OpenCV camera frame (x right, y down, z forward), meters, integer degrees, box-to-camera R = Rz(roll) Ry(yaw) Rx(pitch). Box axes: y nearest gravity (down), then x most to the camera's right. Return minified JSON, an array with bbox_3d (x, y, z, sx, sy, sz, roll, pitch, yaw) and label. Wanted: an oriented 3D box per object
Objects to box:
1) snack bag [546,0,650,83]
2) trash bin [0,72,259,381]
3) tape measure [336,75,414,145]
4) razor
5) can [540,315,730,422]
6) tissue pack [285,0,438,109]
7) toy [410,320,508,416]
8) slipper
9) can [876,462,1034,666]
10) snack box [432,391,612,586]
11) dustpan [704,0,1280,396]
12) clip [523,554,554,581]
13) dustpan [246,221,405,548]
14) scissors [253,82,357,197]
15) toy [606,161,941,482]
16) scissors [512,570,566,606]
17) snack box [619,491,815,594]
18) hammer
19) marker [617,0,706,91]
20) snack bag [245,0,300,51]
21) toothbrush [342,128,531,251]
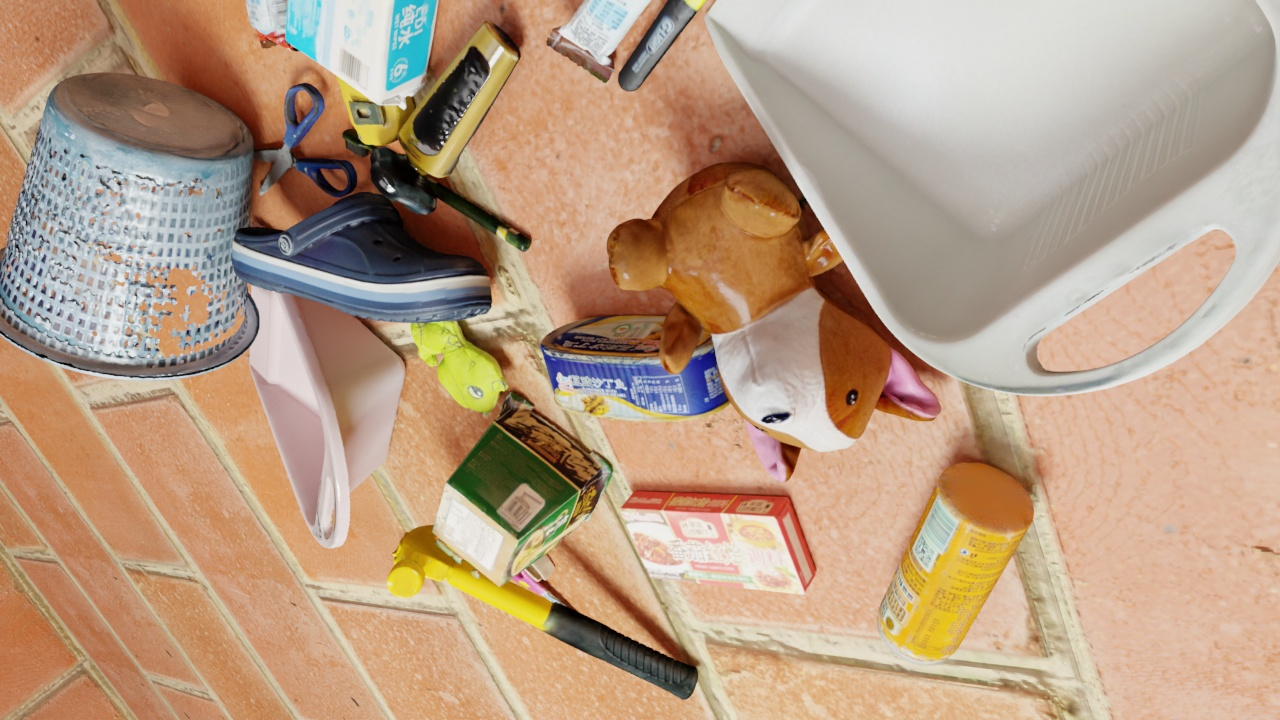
[{"bbox_3d":[-0.013,-0.210,0.530,0.048,0.026,0.104,29,140,-15],"label":"snack bag"},{"bbox_3d":[-0.427,-0.125,0.787,0.226,0.225,0.195,35,119,12],"label":"trash bin"},{"bbox_3d":[-0.198,-0.190,0.685,0.057,0.028,0.060,9,125,32],"label":"tape measure"},{"bbox_3d":[-0.136,-0.166,0.635,0.062,0.067,0.168,48,130,-3],"label":"razor"},{"bbox_3d":[-0.004,0.004,0.645,0.148,0.074,0.049,4,119,37],"label":"can"},{"bbox_3d":[-0.181,-0.245,0.607,0.090,0.063,0.140,35,136,9],"label":"tissue pack"},{"bbox_3d":[-0.157,0.002,0.791,0.097,0.031,0.100,-10,110,45],"label":"toy"},{"bbox_3d":[-0.220,-0.088,0.734,0.253,0.104,0.095,12,104,27],"label":"slipper"},{"bbox_3d":[0.200,0.135,0.595,0.058,0.058,0.146,26,133,20],"label":"can"},{"bbox_3d":[-0.110,0.119,0.785,0.118,0.105,0.118,35,135,11],"label":"snack box"},{"bbox_3d":[0.145,-0.122,0.395,0.258,0.142,0.223,45,136,0],"label":"dustpan"},{"bbox_3d":[-0.120,0.165,0.879,0.102,0.034,0.094,36,137,5],"label":"clip"},{"bbox_3d":[-0.335,0.039,0.876,0.273,0.138,0.223,34,136,12],"label":"dustpan"},{"bbox_3d":[-0.294,-0.179,0.771,0.166,0.012,0.155,32,135,24],"label":"scissors"},{"bbox_3d":[0.079,-0.019,0.541,0.140,0.130,0.199,-21,115,30],"label":"toy"},{"bbox_3d":[-0.093,0.237,0.924,0.133,0.017,0.054,39,150,3],"label":"scissors"},{"bbox_3d":[0.059,0.143,0.732,0.153,0.025,0.075,-4,118,39],"label":"snack box"},{"bbox_3d":[-0.083,0.231,0.830,0.300,0.128,0.033,29,99,-9],"label":"hammer"},{"bbox_3d":[0.020,-0.197,0.523,0.018,0.015,0.124,44,138,-3],"label":"marker"},{"bbox_3d":[-0.280,-0.281,0.683,0.045,0.026,0.105,30,134,29],"label":"snack bag"},{"bbox_3d":[-0.160,-0.131,0.711,0.186,0.012,0.017,32,140,14],"label":"toothbrush"}]
